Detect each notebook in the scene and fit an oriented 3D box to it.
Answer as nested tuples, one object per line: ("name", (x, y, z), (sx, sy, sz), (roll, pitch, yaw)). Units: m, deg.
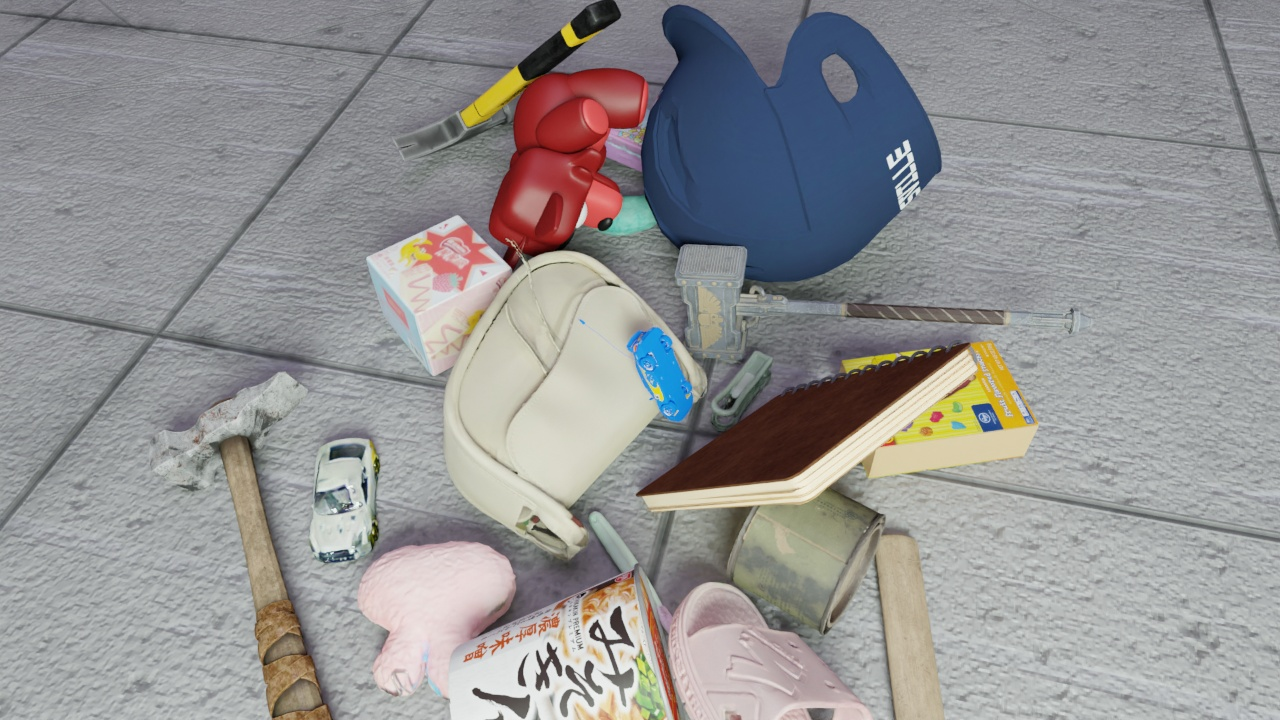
("notebook", (0.106, 0.050, 0.625), (0.167, 0.226, 0.024), (-32, 93, -25))

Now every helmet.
("helmet", (0.099, -0.193, 0.813), (0.223, 0.232, 0.272), (-36, 79, 8))

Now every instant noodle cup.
("instant noodle cup", (-0.043, 0.199, 0.552), (0.122, 0.124, 0.123), (-16, 49, 1))

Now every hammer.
("hammer", (0.172, 0.252, 0.556), (0.119, 0.031, 0.330), (2, 45, 4))
("hammer", (0.193, -0.040, 0.744), (0.322, 0.099, 0.044), (4, 48, 11))
("hammer", (-0.121, -0.269, 0.885), (0.169, 0.034, 0.325), (-34, 13, -33))
("hammer", (-0.260, 0.148, 0.639), (0.121, 0.049, 0.318), (-31, 57, 0))

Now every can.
("can", (0.113, 0.127, 0.619), (0.075, 0.090, 0.089), (26, 54, 23))

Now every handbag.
("handbag", (-0.059, 0.012, 0.704), (0.184, 0.132, 0.228), (30, 53, 15))

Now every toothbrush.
("toothbrush", (0.005, 0.162, 0.643), (0.022, 0.015, 0.154), (-43, 54, 3))

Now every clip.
("clip", (0.083, 0.025, 0.754), (0.023, 0.044, 0.075), (26, 55, 25))

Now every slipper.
("slipper", (0.088, 0.213, 0.521), (0.094, 0.064, 0.239), (22, 27, -35))

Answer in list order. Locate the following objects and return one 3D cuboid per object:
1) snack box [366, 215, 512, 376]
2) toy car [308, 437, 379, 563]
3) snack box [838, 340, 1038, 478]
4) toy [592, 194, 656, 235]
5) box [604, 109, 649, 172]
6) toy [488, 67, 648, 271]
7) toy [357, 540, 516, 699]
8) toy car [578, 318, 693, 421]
("snack box", (-0.171, -0.059, 0.805), (0.094, 0.080, 0.093), (-30, 54, -23))
("toy car", (-0.225, 0.102, 0.696), (0.048, 0.033, 0.105), (-8, 49, -7))
("snack box", (0.231, 0.038, 0.727), (0.126, 0.040, 0.088), (-8, 48, -4))
("toy", (-0.013, -0.154, 0.915), (0.105, 0.033, 0.084), (0, 45, 11))
("box", (0.002, -0.237, 0.973), (0.214, 0.033, 0.076), (27, 50, 18))
("toy", (-0.073, -0.166, 0.838), (0.120, 0.159, 0.196), (26, 63, -22))
("toy", (-0.140, 0.173, 0.619), (0.108, 0.053, 0.105), (1, 59, 3))
("toy car", (-0.004, 0.004, 0.696), (0.062, 0.092, 0.033), (-1, 35, 37))
